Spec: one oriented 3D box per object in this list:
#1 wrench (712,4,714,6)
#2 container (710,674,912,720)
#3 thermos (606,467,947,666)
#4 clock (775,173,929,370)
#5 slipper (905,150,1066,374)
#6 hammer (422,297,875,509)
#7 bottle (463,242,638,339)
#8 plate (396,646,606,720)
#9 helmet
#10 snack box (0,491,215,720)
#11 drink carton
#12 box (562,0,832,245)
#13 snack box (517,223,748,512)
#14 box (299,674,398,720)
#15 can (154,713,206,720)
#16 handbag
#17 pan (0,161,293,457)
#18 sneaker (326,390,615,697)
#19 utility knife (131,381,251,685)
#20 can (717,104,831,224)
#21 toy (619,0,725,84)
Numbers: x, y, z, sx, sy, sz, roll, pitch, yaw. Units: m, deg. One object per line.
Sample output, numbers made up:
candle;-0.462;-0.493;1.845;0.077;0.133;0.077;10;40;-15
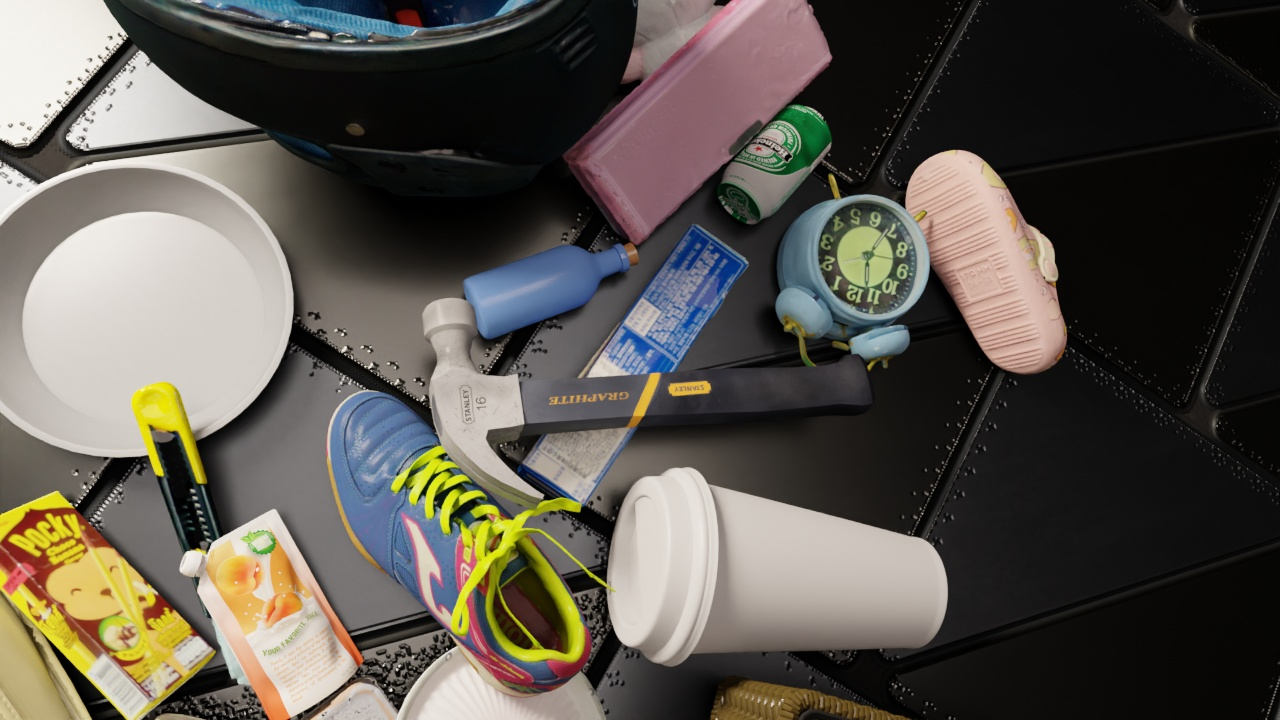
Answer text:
wrench;0.011;-0.344;0.778;0.047;0.009;0.273;-43;91;-17
container;0.183;0.324;0.583;0.321;0.205;0.176;19;75;-9
thermos;0.099;0.153;0.649;0.221;0.132;0.131;11;77;-19
clock;0.168;-0.060;0.734;0.118;0.060;0.162;15;80;-11
slipper;0.300;-0.087;0.757;0.081;0.093;0.197;-24;86;-27
hammer;0.016;0.020;0.627;0.312;0.035;0.139;-4;67;-18
bottle;-0.063;-0.059;0.685;0.131;0.048;0.048;-21;85;-16
plate;-0.091;0.263;0.607;0.156;0.014;0.156;15;59;-26
helmet;-0.162;-0.226;0.597;0.316;0.236;0.249;-6;80;-12
snack box;-0.341;0.151;0.571;0.026;0.061;0.149;-43;91;16
drink carton;-0.238;0.164;0.594;0.069;0.039;0.122;-31;96;-41
box;0.049;-0.199;0.712;0.232;0.037;0.098;-45;125;-8
snack box;-0.004;0.004;0.681;0.059;0.059;0.226;35;73;-1
box;-0.145;0.312;0.592;0.081;0.063;0.216;-35;89;-28
can;-0.293;0.294;0.546;0.079;0.079;0.146;24;75;-8
handbag;-0.381;0.186;0.487;0.088;0.191;0.233;-38;81;-19
pan;-0.413;-0.047;0.599;0.356;0.051;0.200;9;77;-11
sneaker;-0.115;0.108;0.607;0.116;0.091;0.242;-36;83;-34
utility knife;-0.283;0.117;0.594;0.028;0.020;0.213;-17;99;-14
can;0.110;-0.160;0.742;0.053;0.053;0.101;42;73;-2
toy;0.013;-0.279;0.726;0.139;0.101;0.179;-28;108;-4
